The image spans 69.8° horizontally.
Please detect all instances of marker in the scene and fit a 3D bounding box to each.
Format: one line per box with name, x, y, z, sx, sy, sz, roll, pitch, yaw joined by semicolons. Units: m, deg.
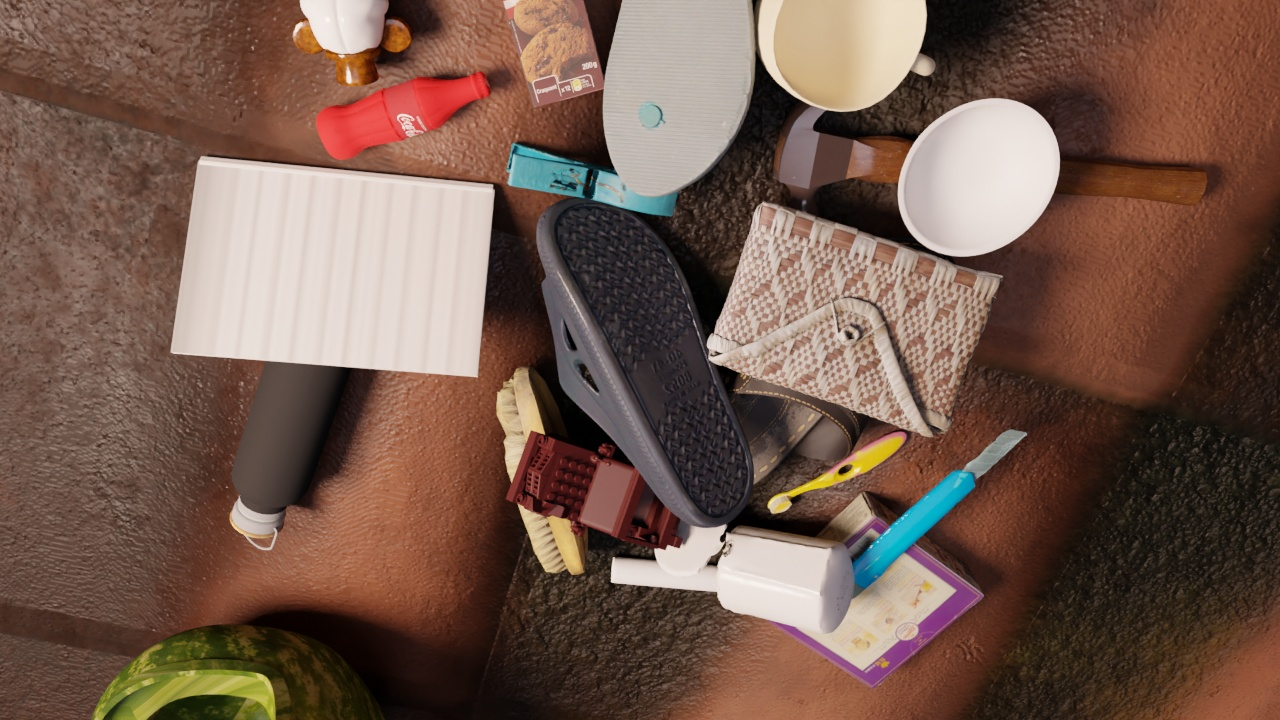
marker;0.040;0.197;0.834;0.133;0.023;0.027;7;137;-6

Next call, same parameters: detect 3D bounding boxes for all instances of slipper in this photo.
slipper;0.140;0.014;0.720;0.113;0.075;0.268;36;109;-19
slipper;0.034;-0.241;0.595;0.098;0.054;0.269;9;104;18
slipper;-0.004;0.004;0.696;0.084;0.110;0.268;-17;102;50

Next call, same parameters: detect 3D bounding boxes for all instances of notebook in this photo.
notebook;-0.216;-0.067;0.656;0.209;0.009;0.142;5;81;-5

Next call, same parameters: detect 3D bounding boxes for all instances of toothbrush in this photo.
toothbrush;0.170;0.098;0.796;0.135;0.016;0.021;-31;109;12

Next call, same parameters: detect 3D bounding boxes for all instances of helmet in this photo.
helmet;-0.323;0.341;0.766;0.213;0.247;0.243;-45;153;-2

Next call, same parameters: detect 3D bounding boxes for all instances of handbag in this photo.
handbag;0.152;-0.029;0.657;0.186;0.047;0.124;19;95;3

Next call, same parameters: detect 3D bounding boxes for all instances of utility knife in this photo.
utility knife;0.243;0.128;0.772;0.031;0.015;0.206;37;109;-19

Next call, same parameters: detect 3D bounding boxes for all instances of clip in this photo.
clip;-0.032;-0.122;0.637;0.127;0.113;0.028;7;111;-22

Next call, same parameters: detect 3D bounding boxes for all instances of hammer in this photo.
hammer;0.260;-0.143;0.677;0.323;0.033;0.115;4;117;-6

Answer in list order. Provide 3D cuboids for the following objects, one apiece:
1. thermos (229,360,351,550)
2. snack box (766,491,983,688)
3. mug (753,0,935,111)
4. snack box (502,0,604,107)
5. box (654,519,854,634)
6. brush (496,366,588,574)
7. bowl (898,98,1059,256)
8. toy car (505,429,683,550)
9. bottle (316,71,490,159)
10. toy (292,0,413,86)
thermos;-0.279;0.055;0.725;0.061;0.061;0.232;21;113;-13
snack box;0.210;0.214;0.841;0.148;0.040;0.144;36;109;-18
mug;0.132;-0.215;0.596;0.120;0.099;0.096;18;115;-14
snack box;-0.066;-0.246;0.607;0.051;0.031;0.141;-14;116;3
box;0.095;0.175;0.785;0.166;0.083;0.092;5;151;29
brush;-0.079;0.095;0.758;0.043;0.059;0.195;-8;114;10
bowl;0.228;-0.131;0.640;0.110;0.040;0.110;-2;119;-3
toy car;-0.018;0.108;0.725;0.169;0.062;0.070;24;84;-40
bottle;-0.162;-0.173;0.634;0.119;0.036;0.036;-17;116;5
toy;-0.190;-0.239;0.591;0.087;0.067;0.113;-2;125;-2
